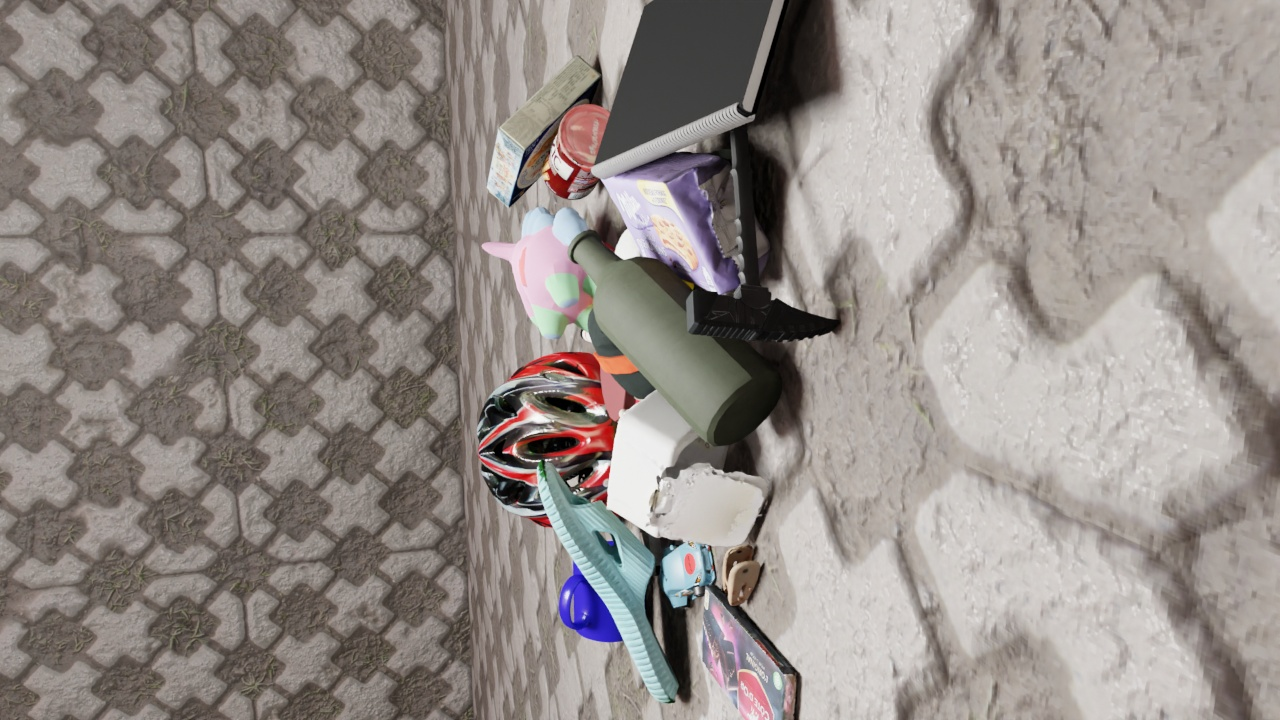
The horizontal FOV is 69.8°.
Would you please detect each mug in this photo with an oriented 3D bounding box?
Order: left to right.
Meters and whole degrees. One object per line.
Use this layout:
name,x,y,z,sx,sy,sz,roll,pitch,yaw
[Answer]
mug,-0.044,0.254,0.993,0.079,0.111,0.083,9,104,41

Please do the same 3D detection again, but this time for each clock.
clock,-0.005,0.005,0.915,0.096,0.048,0.138,-110,23,-43

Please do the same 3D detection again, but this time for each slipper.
slipper,-0.019,0.209,0.902,0.276,0.069,0.116,62,172,-6

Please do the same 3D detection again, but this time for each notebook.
notebook,0.035,-0.213,0.641,0.207,0.016,0.149,0,72,62

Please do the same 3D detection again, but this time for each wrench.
wrench,0.011,0.120,0.868,0.274,0.018,0.083,93,163,-53

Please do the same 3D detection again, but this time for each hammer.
hammer,0.073,-0.162,0.623,0.015,0.095,0.324,122,150,-62

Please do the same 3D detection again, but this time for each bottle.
bottle,0.014,-0.028,0.688,0.207,0.071,0.072,47,143,30

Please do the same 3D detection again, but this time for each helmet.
helmet,-0.101,0.100,1.107,0.273,0.166,0.217,-16,81,60

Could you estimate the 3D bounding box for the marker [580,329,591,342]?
marker,-0.046,-0.028,1.094,0.146,0.019,0.019,-163,71,-72

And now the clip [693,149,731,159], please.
clip,0.056,-0.153,0.730,0.076,0.023,0.047,-144,54,-66

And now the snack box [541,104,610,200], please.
snack box,-0.068,-0.232,1.037,0.121,0.072,0.072,155,111,-72

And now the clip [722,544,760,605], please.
clip,0.078,0.168,0.724,0.047,0.025,0.062,-134,36,-71

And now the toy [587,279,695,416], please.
toy,0.008,-0.013,0.805,0.100,0.097,0.119,7,123,61

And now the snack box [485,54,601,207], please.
snack box,-0.118,-0.272,1.098,0.042,0.144,0.145,39,158,0

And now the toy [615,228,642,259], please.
toy,-0.005,-0.110,0.901,0.076,0.037,0.125,-121,46,-66

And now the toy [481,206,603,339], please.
toy,-0.093,-0.112,1.020,0.223,0.120,0.171,119,136,-61

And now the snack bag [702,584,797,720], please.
snack bag,0.084,0.243,0.728,0.155,0.018,0.075,-148,57,-68

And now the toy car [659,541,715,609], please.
toy car,0.037,0.195,0.849,0.108,0.027,0.060,121,142,-62

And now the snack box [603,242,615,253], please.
snack box,-0.030,-0.075,1.026,0.133,0.021,0.089,-134,44,-65

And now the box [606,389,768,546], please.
box,0.052,0.092,0.715,0.130,0.102,0.110,27,130,27

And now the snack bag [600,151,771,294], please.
snack bag,0.031,-0.116,0.715,0.096,0.058,0.205,60,172,-22
